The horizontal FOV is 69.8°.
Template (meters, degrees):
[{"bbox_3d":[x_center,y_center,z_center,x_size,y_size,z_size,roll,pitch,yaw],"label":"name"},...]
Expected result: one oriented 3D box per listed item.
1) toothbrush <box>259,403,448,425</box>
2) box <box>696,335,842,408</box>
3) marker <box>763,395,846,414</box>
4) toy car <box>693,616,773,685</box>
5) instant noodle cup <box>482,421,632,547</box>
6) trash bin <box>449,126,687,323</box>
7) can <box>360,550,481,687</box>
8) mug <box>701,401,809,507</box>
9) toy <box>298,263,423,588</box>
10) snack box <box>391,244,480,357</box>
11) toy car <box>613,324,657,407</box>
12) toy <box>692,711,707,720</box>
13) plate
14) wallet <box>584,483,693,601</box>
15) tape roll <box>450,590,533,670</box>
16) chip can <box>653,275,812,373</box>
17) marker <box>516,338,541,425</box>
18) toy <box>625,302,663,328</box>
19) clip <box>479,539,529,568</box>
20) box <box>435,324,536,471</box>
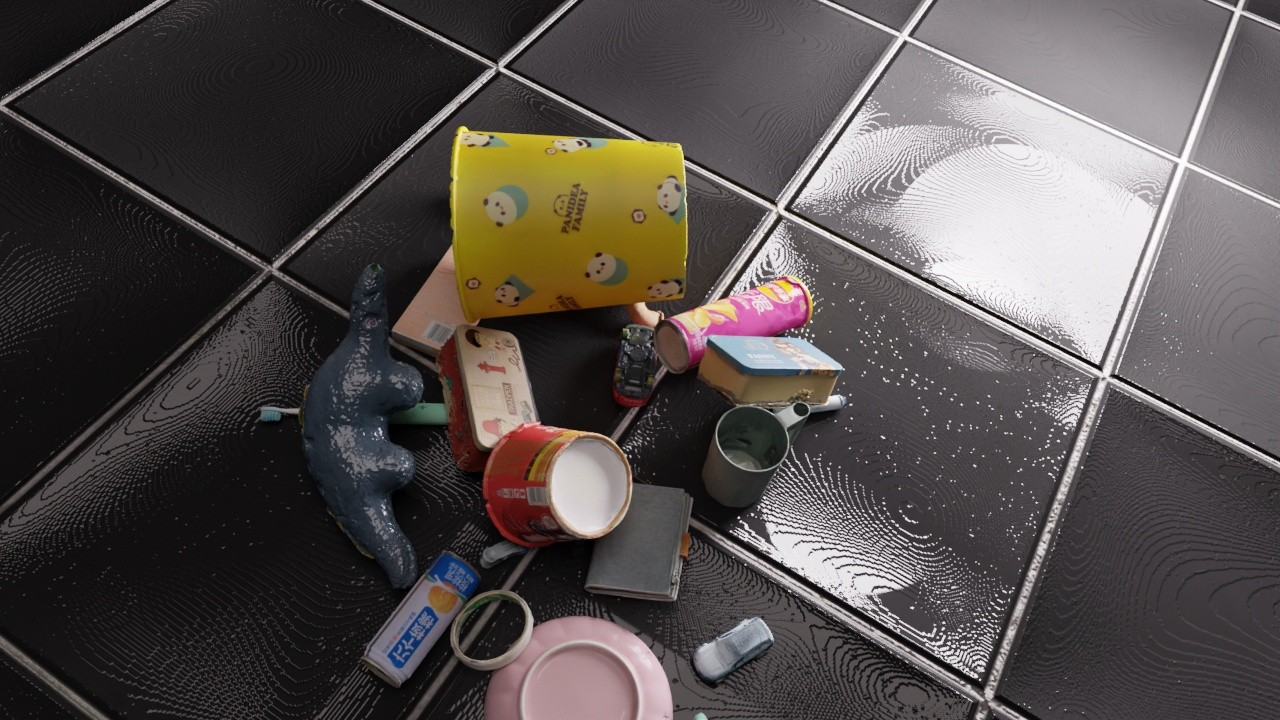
[{"bbox_3d":[-0.331,0.061,1.078,0.224,0.026,0.027,2,68,-6],"label":"toothbrush"},{"bbox_3d":[0.150,0.013,1.100,0.184,0.060,0.090,2,26,-40],"label":"box"},{"bbox_3d":[0.196,0.058,1.150,0.130,0.023,0.018,-8,20,-11],"label":"marker"},{"bbox_3d":[0.099,0.306,0.971,0.090,0.034,0.043,-24,67,-19],"label":"toy car"},{"bbox_3d":[-0.083,0.135,0.979,0.137,0.109,0.138,5,82,-38],"label":"instant noodle cup"},{"bbox_3d":[-0.079,-0.162,1.083,0.255,0.230,0.229,-2,57,-2],"label":"trash bin"},{"bbox_3d":[-0.225,0.265,0.944,0.053,0.053,0.134,30,59,12],"label":"can"},{"bbox_3d":[0.134,0.105,1.063,0.123,0.104,0.083,-26,64,-23],"label":"mug"},{"bbox_3d":[-0.308,0.072,1.009,0.138,0.091,0.356,-11,79,26],"label":"toy"},{"bbox_3d":[-0.242,-0.075,1.177,0.084,0.026,0.156,22,57,8],"label":"snack box"},{"bbox_3d":[-0.007,0.007,1.144,0.053,0.045,0.120,12,51,-2],"label":"toy car"},{"bbox_3d":[0.070,0.399,0.910,0.096,0.030,0.091,13,59,-6],"label":"toy"},{"bbox_3d":[-0.061,0.346,0.920,0.192,0.039,0.192,3,57,-5],"label":"plate"},{"bbox_3d":[0.002,0.202,1.025,0.106,0.037,0.129,5,55,9],"label":"wallet"},{"bbox_3d":[-0.154,0.278,0.950,0.086,0.014,0.085,-9,44,9],"label":"tape roll"},{"bbox_3d":[0.119,-0.046,1.155,0.210,0.072,0.071,-21,62,-32],"label":"chip can"},{"bbox_3d":[-0.145,0.029,1.126,0.022,0.020,0.132,2,54,-32],"label":"marker"},{"bbox_3d":[-0.025,-0.146,1.225,0.143,0.082,0.226,-38,71,-10],"label":"toy"},{"bbox_3d":[-0.150,0.210,1.012,0.056,0.029,0.024,-23,65,-32],"label":"clip"},{"bbox_3d":[-0.185,0.049,1.072,0.091,0.077,0.168,10,50,-38],"label":"box"}]
